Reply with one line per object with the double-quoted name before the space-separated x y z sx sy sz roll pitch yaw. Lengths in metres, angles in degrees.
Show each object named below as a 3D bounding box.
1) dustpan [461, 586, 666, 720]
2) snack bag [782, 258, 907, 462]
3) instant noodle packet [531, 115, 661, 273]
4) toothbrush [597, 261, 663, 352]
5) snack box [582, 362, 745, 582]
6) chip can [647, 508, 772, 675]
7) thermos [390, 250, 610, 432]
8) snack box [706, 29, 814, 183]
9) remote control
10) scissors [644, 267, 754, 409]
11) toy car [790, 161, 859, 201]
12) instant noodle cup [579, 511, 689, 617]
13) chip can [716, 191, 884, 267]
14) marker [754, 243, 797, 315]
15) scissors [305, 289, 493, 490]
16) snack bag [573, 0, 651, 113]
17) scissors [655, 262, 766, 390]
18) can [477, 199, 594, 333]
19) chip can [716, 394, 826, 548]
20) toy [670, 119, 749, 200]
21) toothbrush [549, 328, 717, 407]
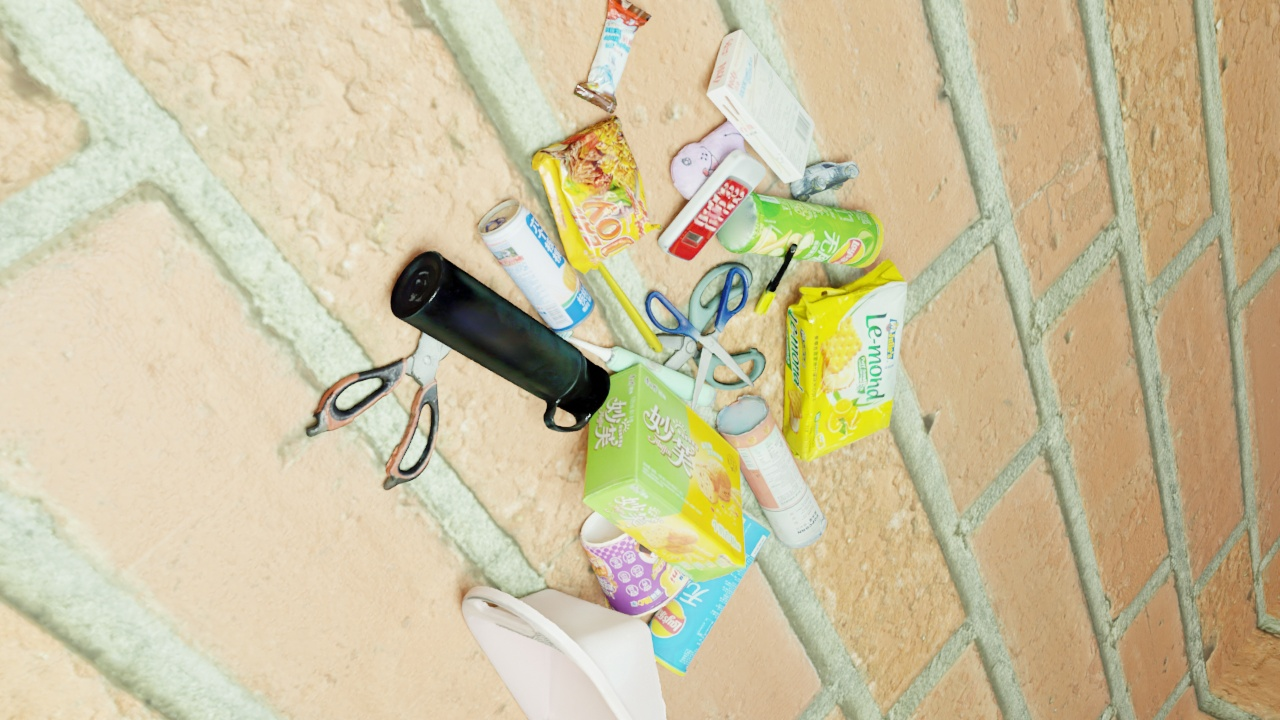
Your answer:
"dustpan" -0.089 0.347 0.953 0.138 0.223 0.273 -13 100 -46
"snack bag" 0.249 0.004 1.154 0.157 0.068 0.247 -19 124 -27
"instant noodle packet" -0.041 -0.163 0.910 0.110 0.044 0.128 -34 114 -28
"toothbrush" -0.024 -0.080 0.975 0.016 0.016 0.190 -48 124 -21
"snack box" 0.031 0.125 0.997 0.210 0.070 0.157 43 34 -37
"chip can" 0.079 0.280 1.137 0.071 0.071 0.210 39 80 -37
"thermos" -0.125 -0.007 0.878 0.242 0.069 0.089 36 49 -43
"snack box" 0.135 -0.275 1.004 0.156 0.027 0.084 38 57 -37
"remote control" 0.077 -0.164 0.983 0.055 0.020 0.136 17 122 -48
"scissors" 0.073 -0.030 1.031 0.162 0.012 0.173 21 82 -25
"toy car" 0.220 -0.217 1.095 0.090 0.043 0.034 -21 83 -24
"instant noodle cup" -0.010 0.216 1.033 0.111 0.112 0.099 -37 116 -21
"chip can" 0.187 -0.152 1.072 0.220 0.073 0.072 2 103 -36
"marker" 0.158 -0.092 1.061 0.124 0.015 0.018 112 4 -54
"scissors" -0.217 0.019 0.872 0.225 0.015 0.189 -28 120 -27
"snack bag" -0.027 -0.300 0.899 0.048 0.026 0.104 21 92 -26
"scissors" 0.093 -0.021 1.077 0.170 0.019 0.181 -49 123 -12
"can" -0.101 -0.091 0.896 0.053 0.053 0.134 -46 126 -15
"chip can" 0.166 0.143 1.153 0.071 0.071 0.215 -42 124 -18
"toy" 0.079 -0.212 0.994 0.107 0.039 0.084 -37 113 -21
"toothbrush" -0.006 0.006 1.006 0.224 0.026 0.027 23 131 -31
